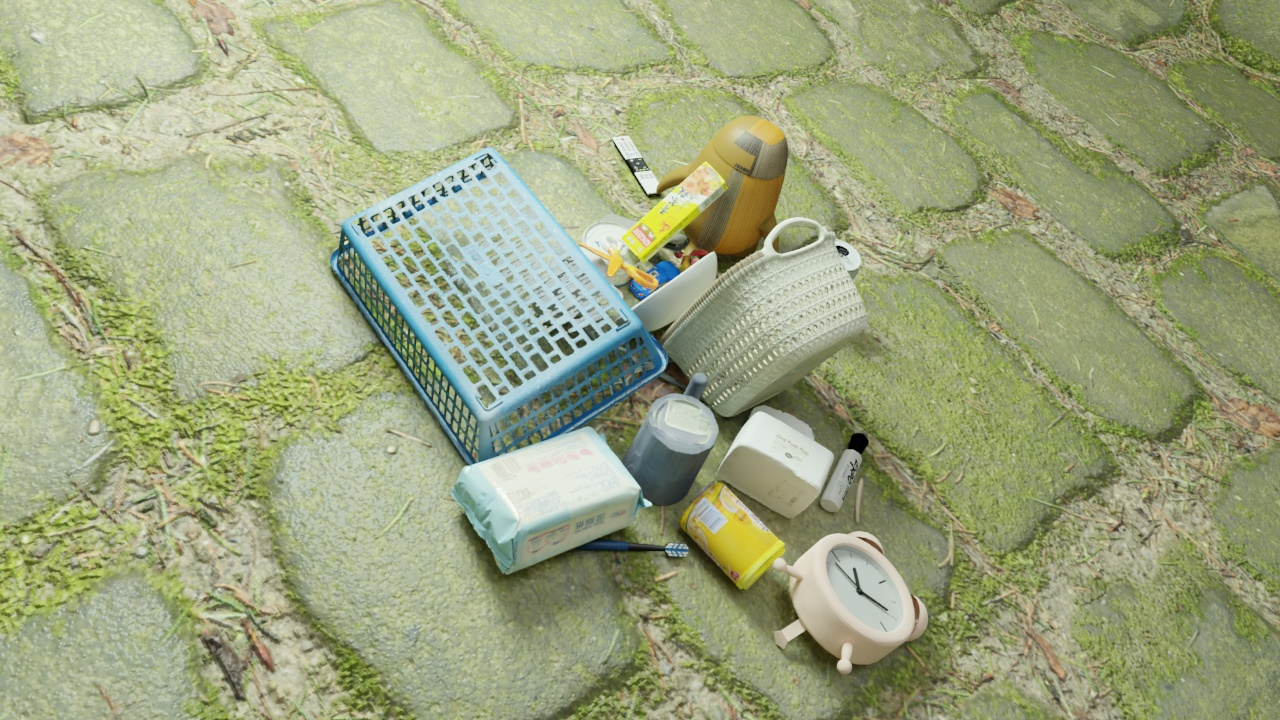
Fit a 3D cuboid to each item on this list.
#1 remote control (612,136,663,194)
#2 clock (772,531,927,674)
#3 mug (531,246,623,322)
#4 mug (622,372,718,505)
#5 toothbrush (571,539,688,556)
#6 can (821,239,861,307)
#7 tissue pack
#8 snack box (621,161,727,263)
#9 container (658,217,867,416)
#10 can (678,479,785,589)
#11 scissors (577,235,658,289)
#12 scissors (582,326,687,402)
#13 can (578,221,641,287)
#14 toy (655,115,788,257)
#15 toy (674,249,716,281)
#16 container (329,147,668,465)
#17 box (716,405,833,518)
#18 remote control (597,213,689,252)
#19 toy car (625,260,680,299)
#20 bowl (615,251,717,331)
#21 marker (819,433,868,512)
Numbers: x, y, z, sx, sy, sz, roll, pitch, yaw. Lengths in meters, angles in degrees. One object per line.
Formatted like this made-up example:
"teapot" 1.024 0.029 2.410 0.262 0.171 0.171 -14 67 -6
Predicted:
"remote control" -0.005 -0.290 1.372 0.028 0.012 0.124 -13 58 -28
"clock" 0.220 0.257 0.978 0.160 0.086 0.131 -10 56 -38
"mug" -0.076 -0.081 1.128 0.107 0.071 0.089 28 53 34
"mug" 0.039 0.084 1.023 0.084 0.104 0.123 25 49 2
"toothbrush" -0.030 0.195 0.967 0.167 0.014 0.014 7 84 -15
"can" 0.249 -0.109 1.241 0.064 0.128 0.064 10 50 -13
"tissue pack" -0.088 0.139 0.947 0.181 0.070 0.112 -15 43 -32
"snack box" 0.044 -0.190 1.181 0.148 0.029 0.040 -42 75 4
"container" 0.145 -0.042 1.080 0.184 0.247 0.143 -23 77 -33
"can" 0.097 0.187 0.985 0.105 0.068 0.067 44 51 17
"scissors" -0.031 -0.127 1.139 0.125 0.011 0.127 23 27 -36
"scissors" -0.006 0.000 1.134 0.173 0.014 0.141 39 46 11
"can" -0.042 -0.140 1.216 0.086 0.043 0.086 11 51 -14
"toy" 0.132 -0.245 1.257 0.198 0.204 0.162 32 48 6
"toy" 0.085 -0.108 1.226 0.046 0.084 0.103 -28 64 1
"container" -0.168 -0.077 1.039 0.256 0.089 0.362 -33 68 -17
"box" 0.168 0.098 1.072 0.108 0.126 0.136 32 58 5
"remote control" 0.004 -0.175 1.250 0.137 0.013 0.033 21 43 29
"toy car" 0.014 -0.115 1.200 0.091 0.062 0.033 -33 69 -23
"bowl" 0.041 -0.075 1.137 0.149 0.150 0.043 -38 94 -38
"marker" 0.250 0.133 1.114 0.025 0.025 0.125 32 49 7
